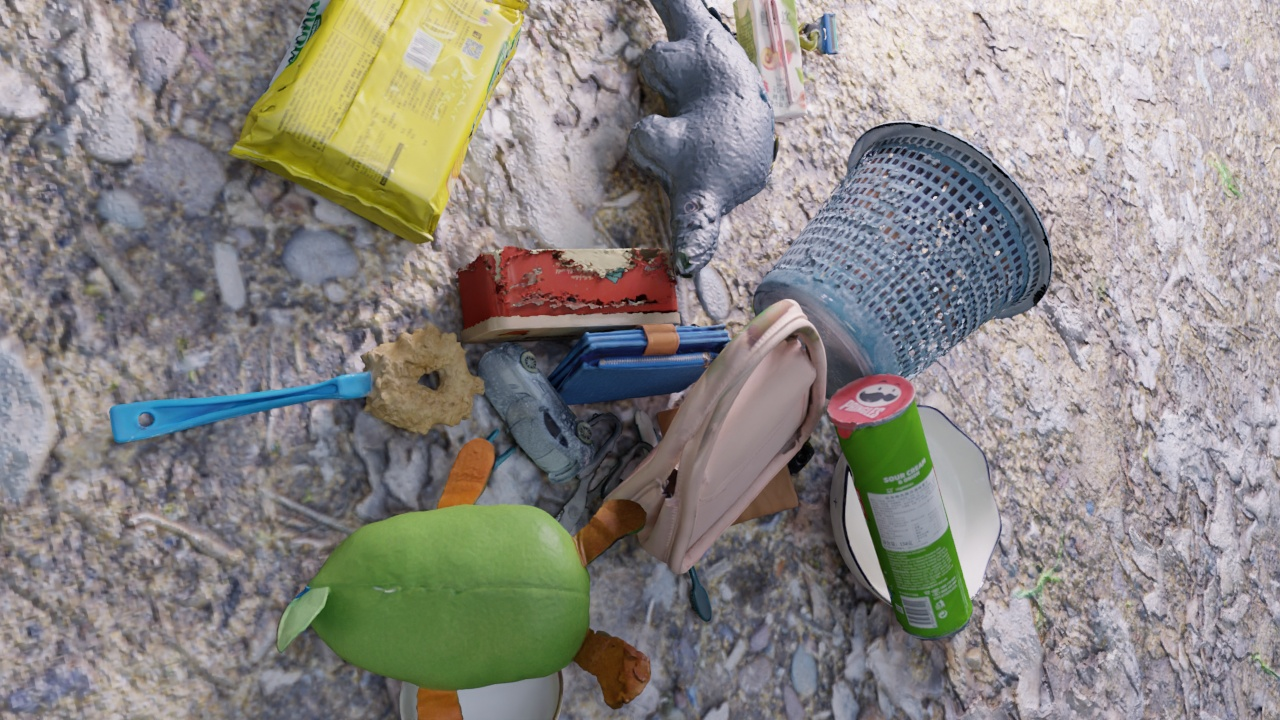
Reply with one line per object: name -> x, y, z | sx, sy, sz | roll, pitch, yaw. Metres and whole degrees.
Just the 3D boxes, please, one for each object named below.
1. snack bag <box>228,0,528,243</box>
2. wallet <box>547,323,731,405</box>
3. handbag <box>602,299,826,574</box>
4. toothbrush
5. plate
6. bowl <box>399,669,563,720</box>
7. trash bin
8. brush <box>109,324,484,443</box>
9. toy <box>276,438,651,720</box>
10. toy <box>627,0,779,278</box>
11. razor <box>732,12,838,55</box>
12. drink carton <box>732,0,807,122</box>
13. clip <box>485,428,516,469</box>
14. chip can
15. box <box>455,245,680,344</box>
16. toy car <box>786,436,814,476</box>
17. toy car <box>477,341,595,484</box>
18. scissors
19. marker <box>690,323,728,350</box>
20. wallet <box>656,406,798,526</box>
snack bag -> -0.190, -0.221, 0.714 | 0.158, 0.068, 0.246 | 26, 68, -22
wallet -> -0.004, 0.004, 0.752 | 0.132, 0.107, 0.040 | -5, 68, -29
handbag -> 0.067, 0.042, 0.679 | 0.093, 0.235, 0.193 | 39, 67, 15
toothbrush -> 0.027, 0.134, 0.797 | 0.016, 0.018, 0.191 | -17, 87, -20
plate -> 0.269, 0.147, 0.908 | 0.204, 0.046, 0.204 | 6, 77, -27
bowl -> -0.111, 0.248, 0.660 | 0.113, 0.062, 0.113 | 1, 49, -1
trash bin -> 0.219, -0.071, 0.842 | 0.194, 0.227, 0.226 | -41, 101, -15
brush -> -0.237, 0.026, 0.663 | 0.254, 0.046, 0.083 | -9, 89, -26
toy -> -0.115, 0.162, 0.634 | 0.247, 0.090, 0.226 | 1, 64, 2
toy -> 0.059, -0.214, 0.822 | 0.137, 0.092, 0.355 | 18, 57, -33
razor -> 0.139, -0.330, 0.941 | 0.142, 0.022, 0.042 | -12, 97, -23
drink carton -> 0.128, -0.297, 0.901 | 0.053, 0.045, 0.122 | -10, 98, -23
clip -> -0.124, 0.080, 0.724 | 0.041, 0.014, 0.056 | 50, 61, -11
chip can -> 0.223, 0.129, 0.778 | 0.072, 0.072, 0.236 | -37, 118, -29
box -> -0.057, -0.060, 0.742 | 0.168, 0.091, 0.079 | -4, 85, -29
toy car -> 0.119, 0.064, 0.848 | 0.090, 0.035, 0.042 | 49, 62, -3
toy car -> -0.085, 0.042, 0.725 | 0.120, 0.054, 0.036 | 55, 40, -5
scissors -> -0.047, 0.126, 0.752 | 0.145, 0.014, 0.172 | 5, 74, -17
marker -> 0.098, 0.003, 0.856 | 0.130, 0.018, 0.022 | 29, 24, -20
wallet -> 0.076, 0.088, 0.810 | 0.101, 0.020, 0.115 | -15, 85, -7
